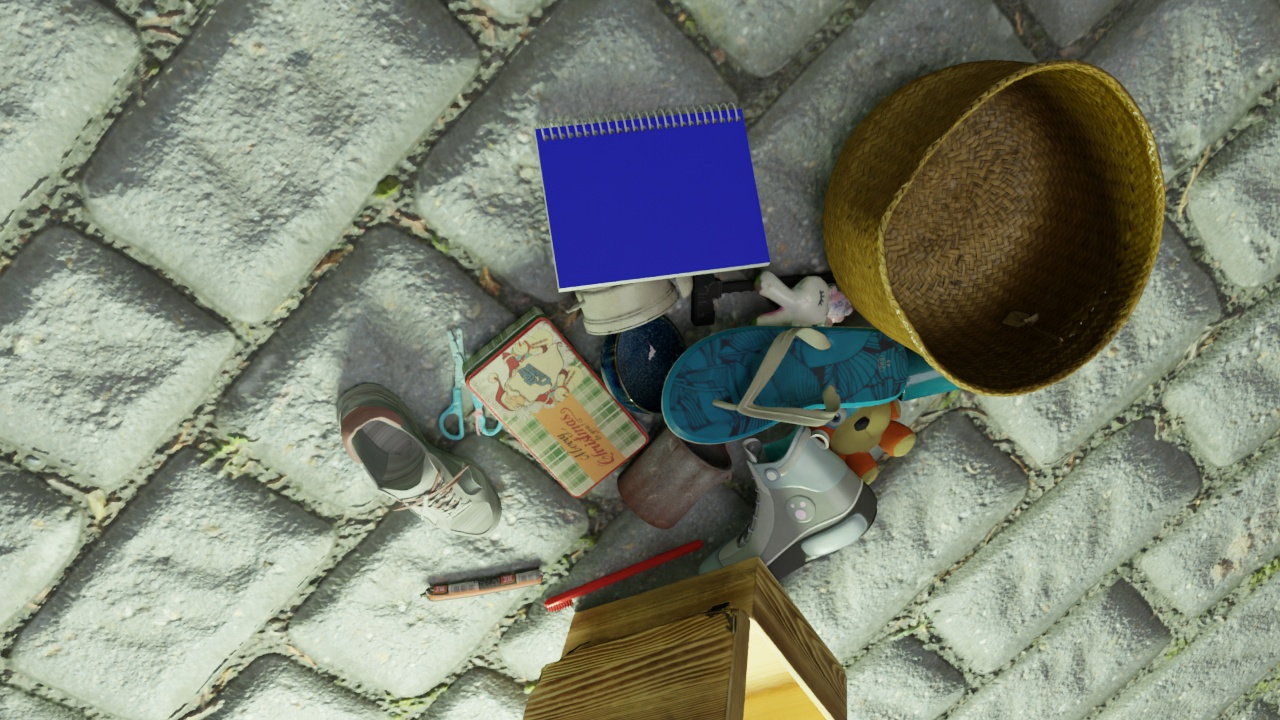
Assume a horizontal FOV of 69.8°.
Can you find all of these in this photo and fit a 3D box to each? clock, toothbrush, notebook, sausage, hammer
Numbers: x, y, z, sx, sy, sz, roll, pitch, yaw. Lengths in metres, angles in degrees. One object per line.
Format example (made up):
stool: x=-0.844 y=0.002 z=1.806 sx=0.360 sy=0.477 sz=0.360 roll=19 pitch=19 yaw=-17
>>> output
clock: x=0.002 y=-0.082 z=0.942 sx=0.157 sy=0.103 sz=0.061 roll=-19 pitch=111 yaw=5
toothbrush: x=-0.019 y=0.272 z=1.154 sx=0.212 sy=0.012 sz=0.018 roll=-21 pitch=117 yaw=-2
notebook: x=0.011 y=-0.164 z=0.903 sx=0.209 sy=0.022 sz=0.171 roll=-8 pitch=82 yaw=-9
sausage: x=-0.189 y=0.274 z=1.114 sx=0.155 sy=0.020 sz=0.020 roll=-8 pitch=116 yaw=-9
hammer: x=0.215 y=-0.099 z=1.031 sx=0.324 sy=0.015 sz=0.095 roll=-6 pitch=116 yaw=-10

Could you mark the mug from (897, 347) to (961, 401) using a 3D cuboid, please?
mug: x=0.355 y=0.003 z=1.079 sx=0.121 sy=0.078 sz=0.078 roll=-17 pitch=117 yaw=1

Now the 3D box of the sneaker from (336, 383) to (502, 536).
sneaker: x=-0.237 y=0.130 z=0.996 sx=0.099 sy=0.089 sz=0.236 roll=-39 pitch=117 yaw=7

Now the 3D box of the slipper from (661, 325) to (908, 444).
slipper: x=0.164 y=0.015 z=0.967 sx=0.294 sy=0.060 sz=0.118 roll=-7 pitch=86 yaw=-17

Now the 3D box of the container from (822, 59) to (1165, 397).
container: x=0.342 y=-0.139 z=0.932 sx=0.306 sy=0.196 sz=0.307 roll=-4 pitch=109 yaw=-12

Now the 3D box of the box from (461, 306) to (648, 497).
box: x=-0.091 y=0.048 z=1.009 sx=0.117 sy=0.051 sz=0.205 roll=-37 pitch=118 yaw=2

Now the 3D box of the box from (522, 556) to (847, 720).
box: x=0.040 y=0.421 z=1.014 sx=0.280 sy=0.335 sz=0.286 roll=-24 pitch=115 yaw=28

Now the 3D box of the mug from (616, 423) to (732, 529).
mug: x=0.049 y=0.132 z=1.061 sx=0.123 sy=0.096 sz=0.110 roll=25 pitch=120 yaw=-38

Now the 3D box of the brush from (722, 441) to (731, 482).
brush: x=0.080 y=0.094 z=1.091 sx=0.050 sy=0.015 sz=0.136 roll=-12 pitch=117 yaw=-6

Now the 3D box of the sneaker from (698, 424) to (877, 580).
sneaker: x=0.139 y=0.177 z=1.089 sx=0.257 sy=0.092 sz=0.160 roll=-34 pitch=103 yaw=30

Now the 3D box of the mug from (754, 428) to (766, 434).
mug: x=0.130 y=0.032 z=1.036 sx=0.088 sy=0.078 sz=0.114 roll=9 pitch=111 yaw=-16

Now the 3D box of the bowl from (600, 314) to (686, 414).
bowl: x=-0.006 y=0.006 z=0.995 sx=0.061 sy=0.114 sz=0.114 roll=-13 pitch=127 yaw=43

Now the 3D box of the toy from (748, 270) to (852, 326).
toy: x=0.178 y=-0.059 z=1.012 sx=0.122 sy=0.038 sz=0.079 roll=-2 pitch=108 yaw=-16

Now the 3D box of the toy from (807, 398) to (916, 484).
toy: x=0.245 y=0.065 z=1.077 sx=0.112 sy=0.096 sz=0.176 roll=-41 pitch=106 yaw=2

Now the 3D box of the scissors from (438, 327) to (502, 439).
scissors: x=-0.201 y=0.028 z=1.003 sx=0.076 sy=0.015 sz=0.141 roll=-18 pitch=112 yaw=-8
